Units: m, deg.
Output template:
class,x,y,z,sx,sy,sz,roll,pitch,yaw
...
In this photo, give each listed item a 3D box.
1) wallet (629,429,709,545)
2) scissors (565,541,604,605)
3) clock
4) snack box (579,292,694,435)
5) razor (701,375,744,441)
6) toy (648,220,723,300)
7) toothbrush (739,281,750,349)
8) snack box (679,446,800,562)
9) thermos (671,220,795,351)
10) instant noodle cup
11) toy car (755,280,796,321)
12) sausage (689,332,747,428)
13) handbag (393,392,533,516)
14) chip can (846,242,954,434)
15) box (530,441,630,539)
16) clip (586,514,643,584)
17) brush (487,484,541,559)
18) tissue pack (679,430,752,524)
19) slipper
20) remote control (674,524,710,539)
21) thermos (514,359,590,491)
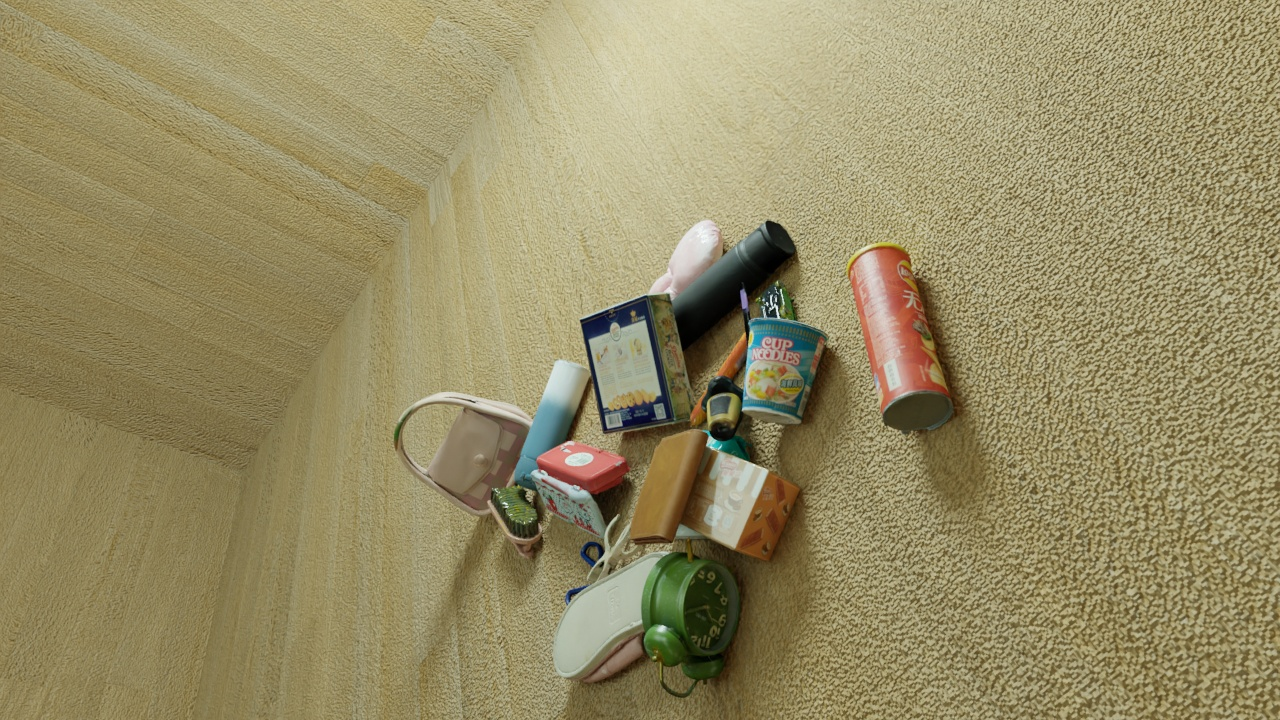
class,x,y,z,sx,sy,sz,roll,pitch,yaw
wallet,0.026,0.148,1.060,0.119,0.035,0.130,-34,33,65
scissors,-0.052,0.300,1.272,0.163,0.012,0.162,-43,35,27
clock,0.055,0.287,1.010,0.056,0.116,0.161,-9,56,43
snack box,-0.008,0.008,1.321,0.178,0.045,0.182,-15,86,53
razor,0.100,0.061,1.111,0.062,0.067,0.167,-12,8,9
toy,0.069,-0.140,1.399,0.160,0.054,0.121,-50,24,21
toothbrush,0.141,-0.022,1.191,0.014,0.016,0.188,-33,52,43
snack box,0.110,0.162,1.039,0.093,0.077,0.094,19,83,43
thermos,0.114,-0.102,1.298,0.243,0.068,0.089,-40,9,31
instant noodle cup,0.166,0.016,1.088,0.099,0.099,0.109,-5,70,57
toy car,0.177,-0.063,1.181,0.043,0.036,0.091,-43,36,33
sausage,0.112,0.023,1.230,0.165,0.021,0.021,-57,30,10
handbag,-0.313,0.146,1.585,0.193,0.234,0.093,-60,27,4
chip can,0.270,-0.029,0.969,0.073,0.073,0.216,-39,36,35
box,-0.084,0.191,1.385,0.095,0.100,0.201,-28,17,-24
clip,-0.039,0.255,1.253,0.104,0.035,0.086,-49,32,11
brush,-0.201,0.263,1.496,0.145,0.063,0.073,-140,50,-58
tissue pack,0.070,0.142,1.139,0.133,0.050,0.093,-48,22,-20
slipper,-0.025,0.325,1.158,0.275,0.054,0.114,-45,40,36
remote control,0.074,0.197,1.143,0.125,0.024,0.049,-16,52,53
thermos,-0.149,0.109,1.531,0.070,0.070,0.220,-1,66,58
